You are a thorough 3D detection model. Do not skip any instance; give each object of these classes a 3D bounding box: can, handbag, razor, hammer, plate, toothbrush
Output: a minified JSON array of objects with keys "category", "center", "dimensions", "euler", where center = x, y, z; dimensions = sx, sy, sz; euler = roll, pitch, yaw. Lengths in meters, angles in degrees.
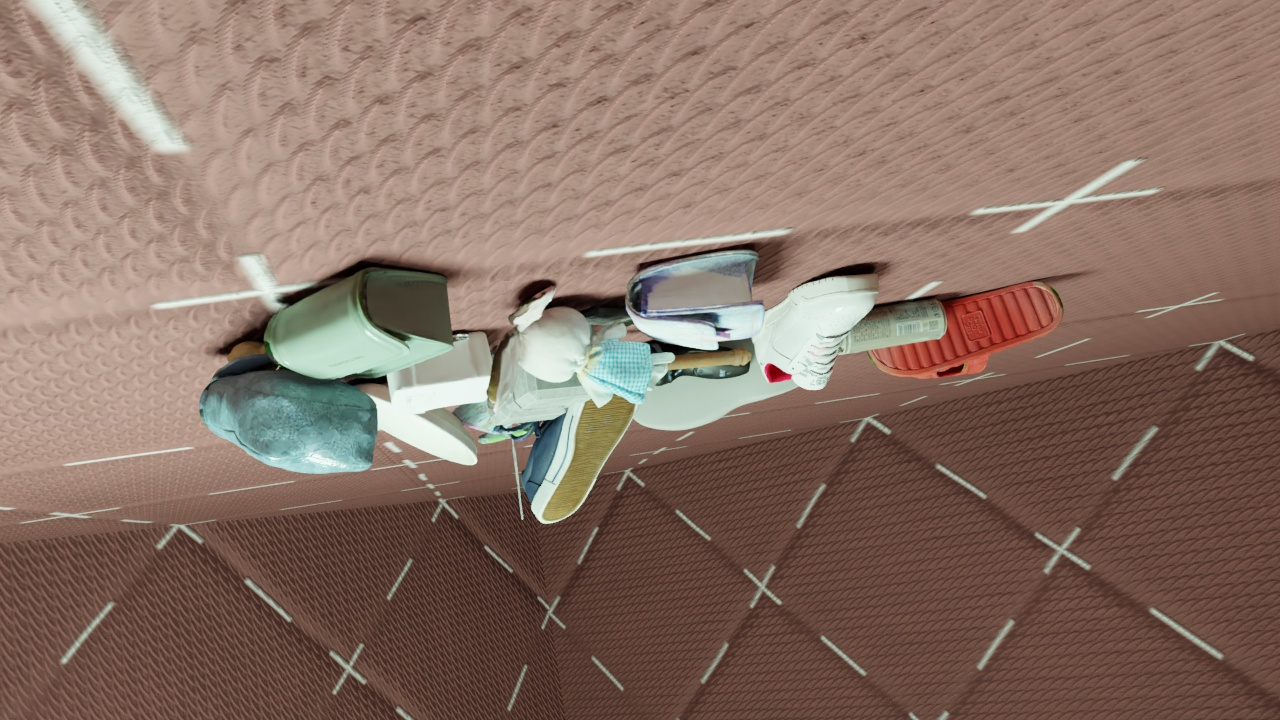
[{"category":"can","center":[0.320,-0.044,1.180],"dimensions":[0.135,0.054,0.054],"euler":[-9,170,-3]},{"category":"handbag","center":[0.052,-0.049,0.874],"dimensions":[0.126,0.069,0.158],"euler":[-9,173,3]},{"category":"handbag","center":[-0.312,0.033,0.820],"dimensions":[0.121,0.118,0.192],"euler":[9,180,-37]},{"category":"razor","center":[0.068,0.007,1.157],"dimensions":[0.140,0.063,0.053],"euler":[3,140,3]},{"category":"handbag","center":[-0.223,-0.026,0.740],"dimensions":[0.122,0.067,0.106],"euler":[-16,167,33]},{"category":"hammer","center":[-0.007,0.006,1.067],"dimensions":[0.317,0.083,0.163],"euler":[-5,169,-26]},{"category":"plate","center":[-0.277,0.072,1.132],"dimensions":[0.182,0.034,0.182],"euler":[22,159,9]},{"category":"toothbrush","center":[-0.209,0.171,1.505],"dimensions":[0.010,0.181,0.010],"euler":[-2,162,-25]}]

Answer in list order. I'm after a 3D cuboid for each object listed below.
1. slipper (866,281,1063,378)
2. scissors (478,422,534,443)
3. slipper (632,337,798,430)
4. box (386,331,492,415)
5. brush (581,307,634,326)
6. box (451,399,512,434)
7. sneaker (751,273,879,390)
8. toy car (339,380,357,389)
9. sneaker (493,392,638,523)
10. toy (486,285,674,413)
[{"category":"slipper","center":[0.428,-0.032,1.218],"dimensions":[0.249,0.103,0.059],"euler":[-15,154,17]},{"category":"scissors","center":[-0.159,0.103,1.366],"dimensions":[0.171,0.021,0.173],"euler":[-15,-170,-30]},{"category":"slipper","center":[0.106,0.018,1.226],"dimensions":[0.266,0.113,0.080],"euler":[-18,179,15]},{"category":"box","center":[-0.216,-0.002,0.968],"dimensions":[0.107,0.091,0.103],"euler":[-11,163,-19]},{"category":"brush","center":[-0.005,-0.045,0.984],"dimensions":[0.151,0.012,0.039],"euler":[0,165,-45]},{"category":"box","center":[-0.203,0.054,1.241],"dimensions":[0.078,0.065,0.214],"euler":[-23,169,2]},{"category":"sneaker","center":[0.202,-0.023,1.044],"dimensions":[0.090,0.104,0.237],"euler":[-6,169,-21]},{"category":"toy car","center":[-0.364,0.041,1.063],"dimensions":[0.048,0.032,0.106],"euler":[-2,173,-38]},{"category":"sneaker","center":[-0.102,0.079,1.230],"dimensions":[0.120,0.127,0.295],"euler":[-7,137,-40]},{"category":"toy","center":[-0.057,-0.015,0.902],"dimensions":[0.205,0.131,0.105],"euler":[10,-156,-33]}]
